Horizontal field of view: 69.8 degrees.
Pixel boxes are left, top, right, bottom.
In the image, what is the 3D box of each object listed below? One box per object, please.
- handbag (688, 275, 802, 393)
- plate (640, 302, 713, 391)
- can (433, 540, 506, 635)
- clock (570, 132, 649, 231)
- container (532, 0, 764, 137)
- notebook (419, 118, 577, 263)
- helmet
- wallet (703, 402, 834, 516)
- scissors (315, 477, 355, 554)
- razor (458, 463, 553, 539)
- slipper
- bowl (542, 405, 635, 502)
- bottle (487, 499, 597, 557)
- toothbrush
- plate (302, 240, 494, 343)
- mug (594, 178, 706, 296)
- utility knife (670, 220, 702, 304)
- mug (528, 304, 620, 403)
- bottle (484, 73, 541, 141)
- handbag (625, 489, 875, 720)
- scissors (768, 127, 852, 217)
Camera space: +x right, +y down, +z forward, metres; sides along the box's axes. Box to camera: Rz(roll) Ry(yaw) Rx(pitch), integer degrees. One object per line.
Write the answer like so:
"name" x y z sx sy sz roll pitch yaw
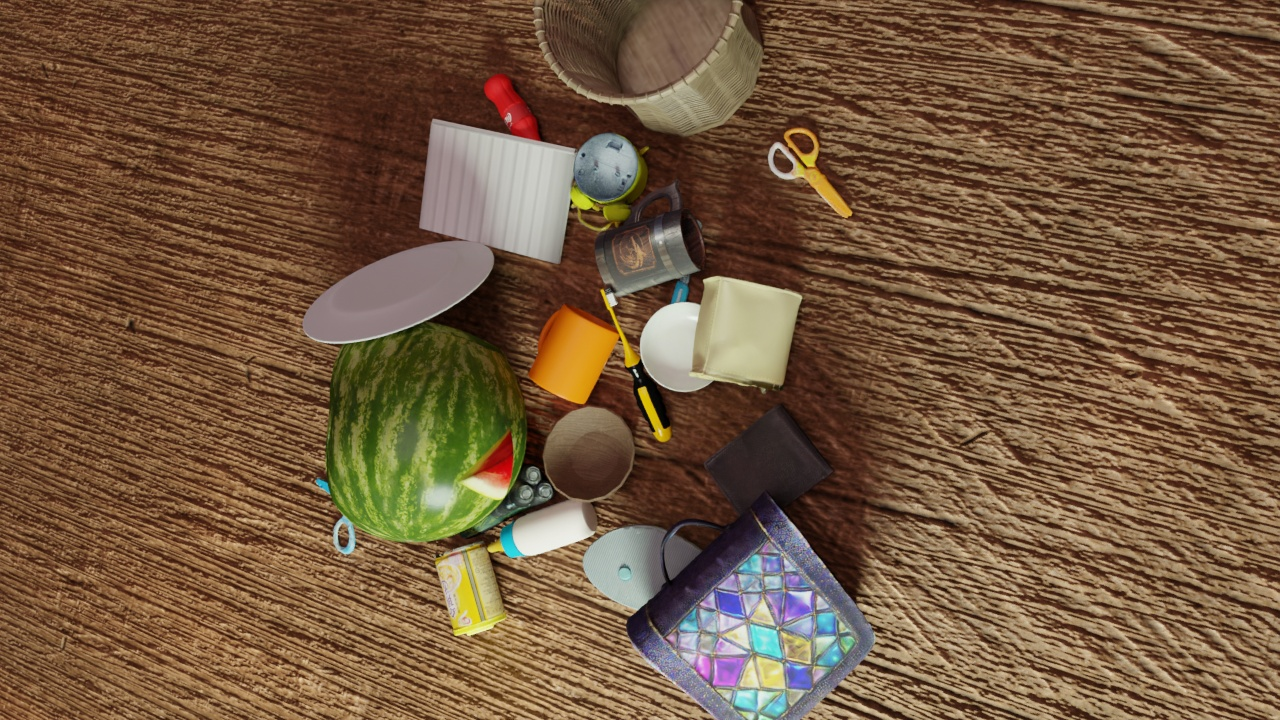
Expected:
"handbag" 0.116 -0.027 1.030 0.111 0.081 0.119 10 87 -12
"plate" 0.051 -0.016 1.075 0.104 0.026 0.104 0 90 -4
"can" -0.212 0.284 1.142 0.068 0.067 0.105 -20 81 17
"clock" -0.040 -0.216 1.108 0.083 0.057 0.119 26 96 18
"container" 0.025 -0.369 1.018 0.227 0.196 0.227 -1 87 19
"notebook" -0.185 -0.217 1.167 0.210 0.009 0.143 16 107 19
"helmet" -0.248 0.090 1.073 0.244 0.213 0.247 5 76 32
"wallet" 0.144 0.122 1.047 0.120 0.031 0.099 -41 73 16
"scissors" -0.380 0.191 1.236 0.138 0.011 0.134 -8 83 19
"razor" -0.174 0.180 1.135 0.152 0.067 0.054 -33 93 20
"slipper" 0.066 0.261 1.063 0.269 0.054 0.098 21 92 8
"bowl" -0.058 0.114 1.109 0.118 0.030 0.117 -5 74 17
"bottle" -0.125 0.210 1.123 0.146 0.051 0.051 -21 81 17
"toothbrush" -0.006 0.006 1.076 0.031 0.031 0.197 -20 100 14
"plate" -0.296 -0.094 1.114 0.243 0.241 0.016 -6 122 19
"mug" 0.010 -0.144 1.072 0.107 0.080 0.115 -14 77 24
"utility knife" 0.046 -0.080 1.097 0.022 0.015 0.181 12 89 13
"mug" -0.090 -0.015 1.114 0.113 0.077 0.096 34 100 44
"bottle" -0.155 -0.308 1.163 0.036 0.036 0.119 -36 77 14
"handbag" 0.108 0.260 0.969 0.205 0.125 0.222 -44 88 2
"scissors" 0.197 -0.208 1.049 0.064 0.013 0.128 -39 75 14
